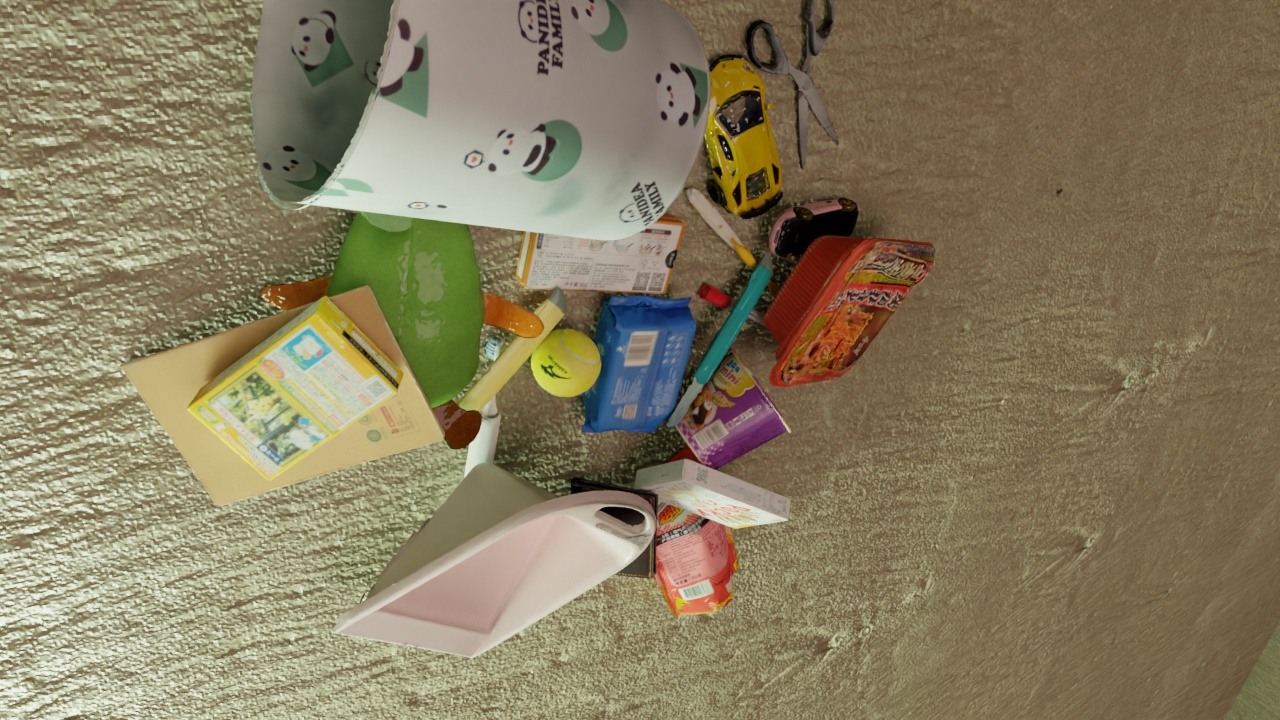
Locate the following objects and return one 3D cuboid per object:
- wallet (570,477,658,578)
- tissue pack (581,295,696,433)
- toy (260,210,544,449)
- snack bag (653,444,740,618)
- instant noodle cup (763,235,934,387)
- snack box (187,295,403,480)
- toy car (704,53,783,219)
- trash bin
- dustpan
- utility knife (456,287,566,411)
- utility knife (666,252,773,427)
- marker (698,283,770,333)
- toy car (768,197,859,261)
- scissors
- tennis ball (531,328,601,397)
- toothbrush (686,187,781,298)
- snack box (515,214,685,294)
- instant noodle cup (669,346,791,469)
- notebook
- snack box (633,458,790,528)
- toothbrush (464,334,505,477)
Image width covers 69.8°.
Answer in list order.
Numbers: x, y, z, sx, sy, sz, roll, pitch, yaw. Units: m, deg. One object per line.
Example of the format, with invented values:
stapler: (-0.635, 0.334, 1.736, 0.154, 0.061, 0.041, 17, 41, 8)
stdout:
wallet: (-0.029, 0.186, 1.006, 0.096, 0.020, 0.122, 7, 124, 10)
tissue pack: (-0.005, 0.005, 0.918, 0.094, 0.052, 0.157, -1, 120, -29)
toy: (-0.193, -0.032, 0.756, 0.226, 0.090, 0.247, 4, 116, -17)
snack bag: (0.053, 0.203, 1.075, 0.128, 0.073, 0.208, -32, 122, -19)
instant noodle cup: (0.207, -0.061, 0.964, 0.164, 0.079, 0.189, -4, 132, -49)
snack box: (-0.263, 0.024, 0.704, 0.140, 0.033, 0.087, -34, 116, 13)
toy car: (0.092, -0.205, 0.854, 0.071, 0.041, 0.156, -29, 128, -13)
trash bin: (-0.103, -0.195, 0.631, 0.251, 0.229, 0.230, 6, 115, -40)
dustpan: (-0.120, 0.214, 0.891, 0.273, 0.139, 0.222, -57, 145, -1)
utility knife: (-0.121, 0.001, 0.838, 0.165, 0.018, 0.031, -51, 131, -1)
utility knife: (0.082, -0.019, 0.941, 0.029, 0.013, 0.205, 34, 86, -46)
marker: (0.117, -0.049, 0.982, 0.145, 0.017, 0.017, 23, 104, -39)
toy car: (0.178, -0.138, 0.952, 0.122, 0.037, 0.056, -16, 133, -37)
scissors: (0.155, -0.268, 0.870, 0.159, 0.014, 0.175, 5, 117, -34)
tennis ball: (-0.070, 0.002, 0.868, 0.065, 0.065, 0.066, -15, 125, -23)
toothbrush: (0.099, -0.115, 0.933, 0.016, 0.018, 0.191, -49, 129, -1)
snack box: (-0.036, -0.102, 0.850, 0.153, 0.026, 0.075, 0, 119, -31)
instant noodle cup: (0.090, 0.058, 0.981, 0.099, 0.111, 0.111, -36, 131, 5)
notebook: (-0.280, 0.033, 0.732, 0.208, 0.008, 0.148, -17, 119, 6)
snack box: (0.079, 0.147, 0.997, 0.156, 0.085, 0.026, 25, 61, -31)
toothbrush: (-0.153, 0.077, 0.890, 0.026, 0.026, 0.221, -36, 144, -58)
